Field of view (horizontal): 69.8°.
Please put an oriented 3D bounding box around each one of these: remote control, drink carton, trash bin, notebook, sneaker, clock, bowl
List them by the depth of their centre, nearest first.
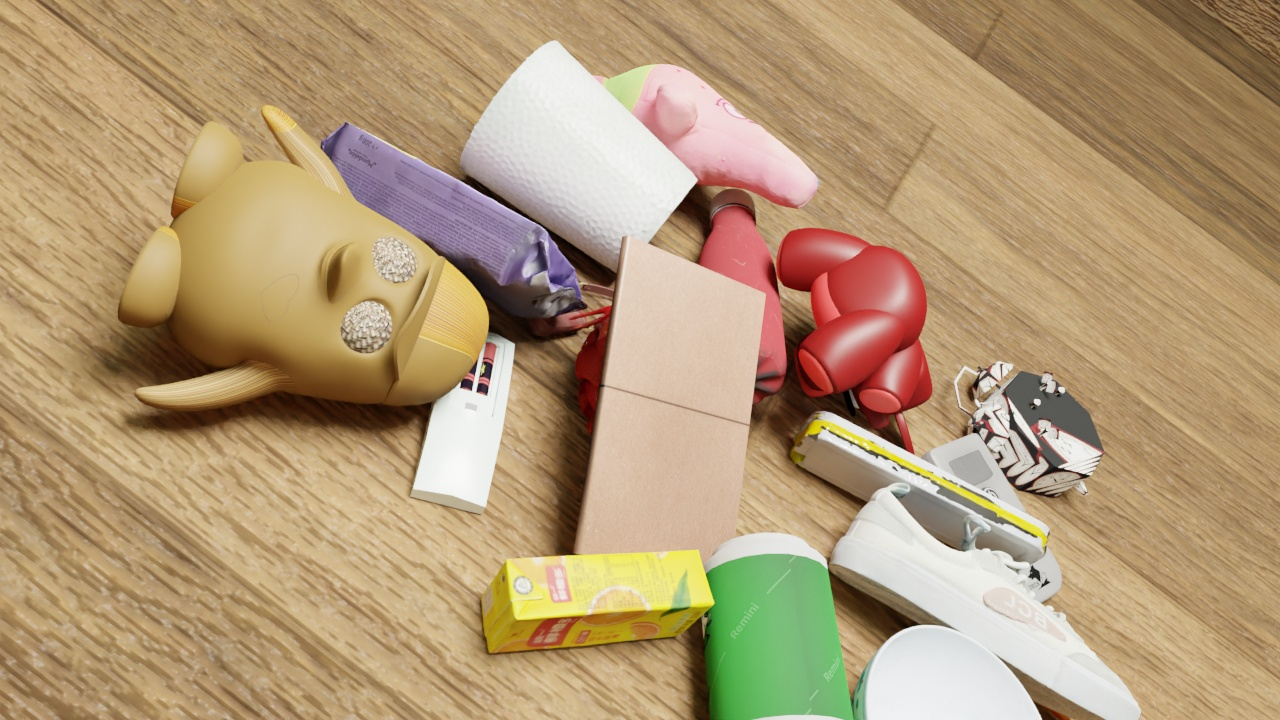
[{"bbox_3d":[-0.028,0.150,0.579,0.134,0.059,0.043,3,53,-27],"label":"drink carton"},{"bbox_3d":[0.189,0.257,0.604,0.144,0.074,0.143,15,50,-19],"label":"bowl"},{"bbox_3d":[0.026,0.035,0.636,0.141,0.008,0.209,17,77,-40],"label":"notebook"},{"bbox_3d":[-0.120,0.034,0.642,0.049,0.024,0.143,17,49,-16],"label":"remote control"},{"bbox_3d":[0.264,0.178,0.677,0.242,0.090,0.090,32,74,7],"label":"sneaker"},{"bbox_3d":[-0.047,-0.161,0.769,0.161,0.134,0.133,39,46,-4],"label":"trash bin"},{"bbox_3d":[0.306,0.137,0.792,0.074,0.019,0.151,-13,68,-36],"label":"remote control"},{"bbox_3d":[0.364,0.055,0.865,0.154,0.065,0.114,31,47,-5],"label":"clock"}]

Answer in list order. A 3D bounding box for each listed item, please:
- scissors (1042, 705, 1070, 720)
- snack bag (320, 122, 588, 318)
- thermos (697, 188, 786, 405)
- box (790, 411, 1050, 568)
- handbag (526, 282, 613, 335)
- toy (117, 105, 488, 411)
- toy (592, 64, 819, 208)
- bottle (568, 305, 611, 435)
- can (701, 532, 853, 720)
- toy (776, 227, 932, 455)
[{"bbox_3d":[0.291,0.230,0.724,0.133,0.012,0.096,42,50,9],"label":"scissors"},{"bbox_3d":[-0.137,-0.093,0.663,0.205,0.096,0.058,30,83,14],"label":"snack bag"},{"bbox_3d":[0.083,-0.068,0.801,0.073,0.073,0.239,19,43,-15],"label":"thermos"},{"bbox_3d":[0.220,0.107,0.733,0.209,0.064,0.033,27,60,3],"label":"box"},{"bbox_3d":[-0.038,-0.044,0.750,0.119,0.029,0.055,1,57,-34],"label":"handbag"},{"bbox_3d":[-0.194,-0.040,0.575,0.203,0.163,0.198,24,75,-21],"label":"toy"},{"bbox_3d":[0.054,-0.204,0.834,0.237,0.097,0.191,27,11,15],"label":"toy"},{"bbox_3d":[-0.004,0.004,0.681,0.099,0.099,0.111,27,53,-8],"label":"bottle"},{"bbox_3d":[0.085,0.190,0.591,0.087,0.088,0.139,13,50,-20],"label":"can"},{"bbox_3d":[0.188,-0.012,0.777,0.197,0.121,0.158,52,22,-51],"label":"toy"}]
